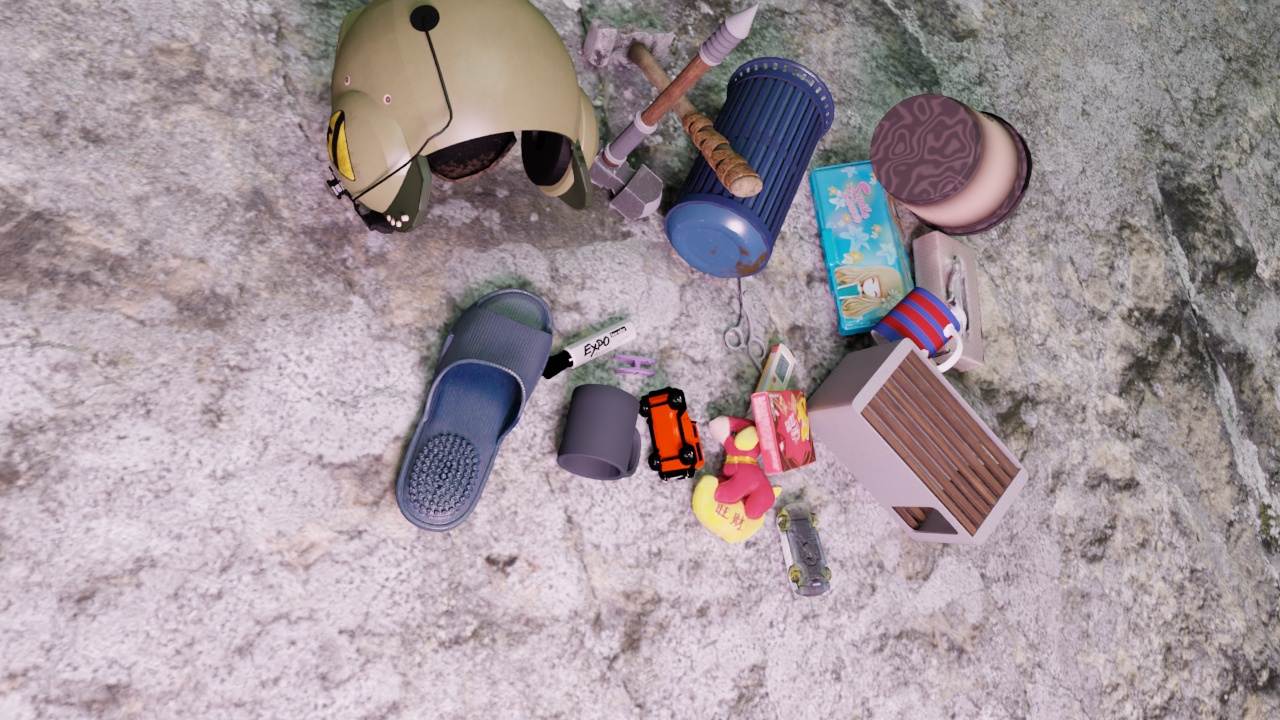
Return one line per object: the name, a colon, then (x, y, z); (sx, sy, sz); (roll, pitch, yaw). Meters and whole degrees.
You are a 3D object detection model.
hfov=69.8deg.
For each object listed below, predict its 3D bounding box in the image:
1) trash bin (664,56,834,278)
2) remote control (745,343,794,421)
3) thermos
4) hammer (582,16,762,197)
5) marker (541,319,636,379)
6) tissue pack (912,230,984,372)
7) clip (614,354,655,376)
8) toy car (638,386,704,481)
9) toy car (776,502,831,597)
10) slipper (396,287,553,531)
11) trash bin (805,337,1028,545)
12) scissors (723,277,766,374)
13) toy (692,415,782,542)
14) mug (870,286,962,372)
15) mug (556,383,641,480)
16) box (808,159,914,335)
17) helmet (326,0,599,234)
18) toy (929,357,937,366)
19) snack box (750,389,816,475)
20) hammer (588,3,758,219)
trash bin: (0.128, -0.224, 1.093); (0.139, 0.140, 0.248); (34, 61, -16)
remote control: (0.154, 0.037, 1.083); (0.038, 0.018, 0.125); (48, 52, -35)
thermos: (0.400, -0.257, 1.197); (0.225, 0.173, 0.172); (-1, 72, -56)
hammer: (0.046, -0.291, 1.043); (0.121, 0.049, 0.318); (-6, 49, -32)
marker: (-0.058, -0.011, 0.979); (0.125, 0.025, 0.025); (-27, 88, -34)
tissue pack: (0.426, -0.084, 1.252); (0.103, 0.071, 0.181); (17, 69, -36)
clip: (-0.006, 0.002, 1.013); (0.053, 0.013, 0.037); (23, 64, -24)
toy car: (0.035, 0.078, 0.984); (0.048, 0.051, 0.100); (-5, 81, -52)
toy car: (0.181, 0.214, 1.035); (0.048, 0.033, 0.105); (0, 69, -28)
slipper: (-0.155, 0.031, 0.867); (0.101, 0.083, 0.263); (23, 64, -6)
trash bin: (0.323, 0.100, 1.092); (0.229, 0.115, 0.114); (47, 70, -8)
scissors: (0.135, -0.063, 1.115); (0.090, 0.014, 0.171); (26, 64, -22)
toy: (0.110, 0.131, 1.007); (0.105, 0.067, 0.137); (17, 73, -23)
mug: (0.341, -0.029, 1.099); (0.076, 0.112, 0.075); (-44, 129, 1)
mug: (-0.033, 0.081, 0.943); (0.105, 0.071, 0.077); (39, 54, -45)
box: (0.316, -0.148, 1.213); (0.172, 0.084, 0.227); (1, 73, -29)
helmet: (-0.171, -0.225, 0.836); (0.249, 0.256, 0.233); (-14, 84, -34)
toy: (0.335, 0.016, 1.180); (0.096, 0.053, 0.098); (23, 40, 3)
snack box: (0.163, 0.078, 1.033); (0.132, 0.021, 0.089); (0, 79, -64)
hammer: (0.024, -0.262, 0.932); (0.156, 0.323, 0.042); (40, 58, -12)
